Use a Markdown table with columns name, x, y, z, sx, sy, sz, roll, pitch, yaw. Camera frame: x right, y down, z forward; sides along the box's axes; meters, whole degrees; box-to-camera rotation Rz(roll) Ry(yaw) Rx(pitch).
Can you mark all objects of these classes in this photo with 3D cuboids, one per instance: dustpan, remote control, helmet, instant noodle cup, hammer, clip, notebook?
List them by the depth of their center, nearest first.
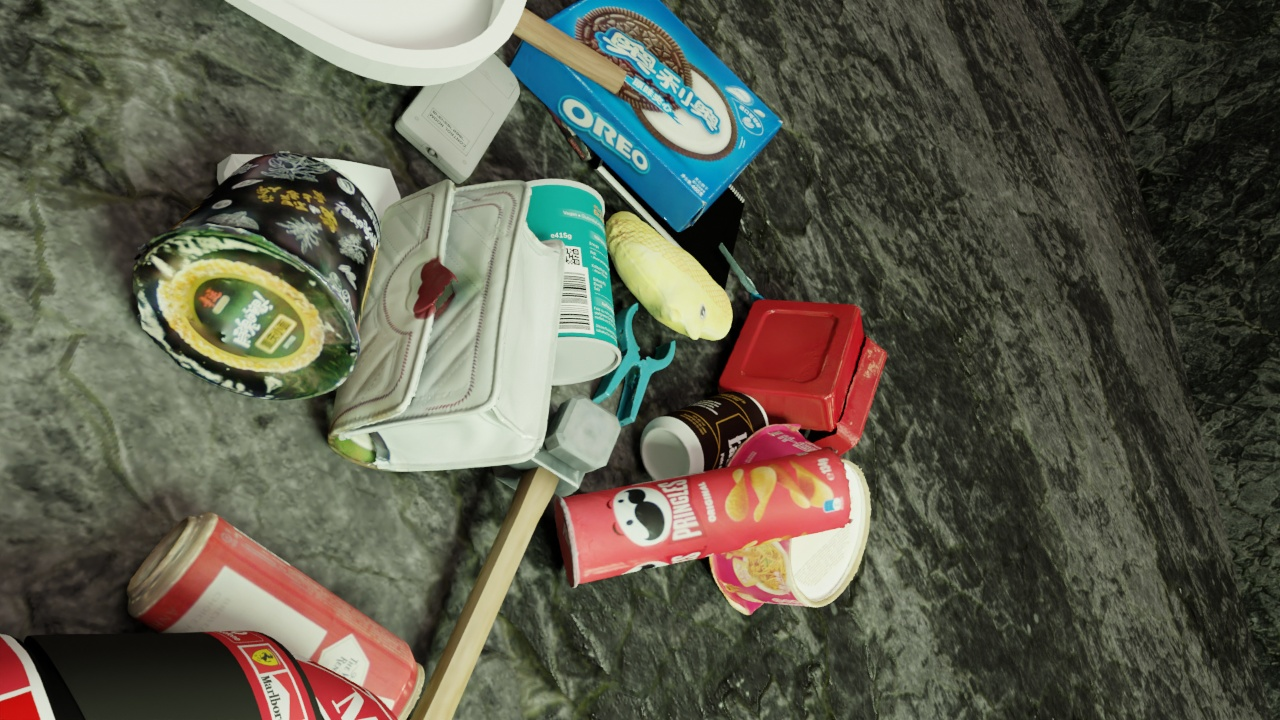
| name | x | y | z | sx | sy | sz | roll | pitch | yaw |
| --- | --- | --- | --- | --- | --- | --- | --- | --- | --- |
| helmet | -0.203 | 0.232 | 0.405 | 0.224 | 0.198 | 0.271 | -15 | 82 | -41 |
| instant noodle cup | -0.232 | -0.060 | 0.585 | 0.137 | 0.138 | 0.112 | 39 | 36 | -27 |
| hammer | -0.109 | 0.170 | 0.625 | 0.051 | 0.118 | 0.321 | 34 | 57 | -18 |
| remote control | -0.239 | -0.125 | 0.683 | 0.143 | 0.024 | 0.049 | -9 | 77 | -49 |
| dustpan | -0.214 | -0.330 | 0.712 | 0.257 | 0.053 | 0.191 | 28 | 76 | -26 |
| hammer | -0.154 | -0.330 | 0.807 | 0.328 | 0.052 | 0.097 | 28 | 60 | -21 |
| remote control | -0.160 | -0.229 | 0.825 | 0.074 | 0.019 | 0.150 | 41 | 46 | -25 |
| instant noodle cup | 0.149 | 0.154 | 0.861 | 0.178 | 0.078 | 0.179 | -10 | 104 | -46 |
| clip | 0.006 | 0.012 | 0.877 | 0.121 | 0.031 | 0.130 | 30 | 51 | -40 |
| notebook | 0.039 | -0.191 | 1.007 | 0.206 | 0.016 | 0.148 | 42 | 47 | -31 |

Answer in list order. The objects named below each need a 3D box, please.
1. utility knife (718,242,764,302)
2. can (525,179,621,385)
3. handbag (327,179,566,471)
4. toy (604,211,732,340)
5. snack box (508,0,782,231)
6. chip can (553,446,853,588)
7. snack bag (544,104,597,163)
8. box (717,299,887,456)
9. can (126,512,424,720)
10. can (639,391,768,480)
| name | x | y | z | sx | sy | sz | roll | pitch | yaw |
| --- | --- | --- | --- | --- | --- | --- | --- | --- | --- |
| utility knife | 0.152 | -0.049 | 1.051 | 0.015 | 0.031 | 0.225 | -47 | 114 | -14 |
| can | -0.073 | -0.064 | 0.771 | 0.099 | 0.099 | 0.143 | 14 | 61 | -43 |
| handbag | -0.139 | -0.028 | 0.655 | 0.096 | 0.142 | 0.198 | 60 | 28 | -55 |
| toy | 0.033 | -0.077 | 0.906 | 0.170 | 0.065 | 0.154 | 36 | 22 | -31 |
| snack box | 0.013 | -0.270 | 0.943 | 0.239 | 0.056 | 0.195 | 43 | 49 | -3 |
| chip can | 0.052 | 0.123 | 0.739 | 0.232 | 0.073 | 0.073 | -9 | 75 | -13 |
| snack bag | -0.039 | -0.267 | 0.973 | 0.074 | 0.018 | 0.154 | 56 | 42 | -12 |
| box | 0.168 | 0.014 | 0.976 | 0.156 | 0.147 | 0.157 | 41 | 45 | -10 |
| can | -0.209 | 0.160 | 0.538 | 0.170 | 0.067 | 0.067 | 44 | 45 | -23 |
| can | 0.062 | 0.075 | 0.866 | 0.128 | 0.072 | 0.072 | -17 | 83 | -50 |
